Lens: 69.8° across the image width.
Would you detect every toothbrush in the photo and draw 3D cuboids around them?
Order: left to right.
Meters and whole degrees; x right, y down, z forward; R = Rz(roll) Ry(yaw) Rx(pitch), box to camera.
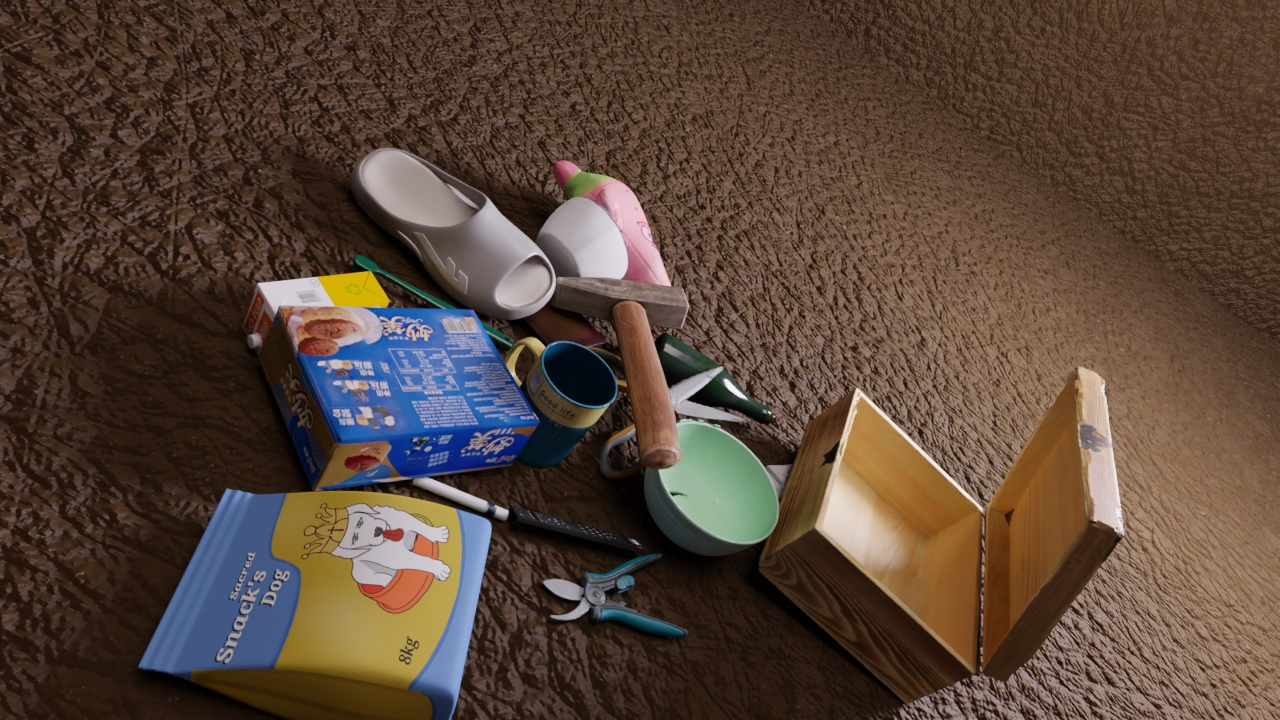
[{"bbox_3d":[-0.204,0.108,0.823,0.186,0.012,0.017,25,51,-17],"label":"toothbrush"},{"bbox_3d":[-0.223,-0.059,0.985,0.189,0.017,0.016,29,37,-14],"label":"toothbrush"}]

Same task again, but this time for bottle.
[{"bbox_3d":[0.088,0.031,1.119,0.174,0.055,0.055,30,37,-13],"label":"bottle"}]

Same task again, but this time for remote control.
[{"bbox_3d":[-0.058,0.163,0.878,0.140,0.009,0.030,20,2,-24],"label":"remote control"}]

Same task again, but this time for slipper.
[{"bbox_3d":[-0.208,-0.153,1.012,0.266,0.081,0.112,40,66,4],"label":"slipper"}]

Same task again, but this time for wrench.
[{"bbox_3d":[0.229,0.138,1.155,0.086,0.018,0.272,49,36,14],"label":"wrench"}]

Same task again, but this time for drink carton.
[{"bbox_3d":[-0.306,-0.044,0.859,0.122,0.059,0.040,-14,61,-47],"label":"drink carton"}]

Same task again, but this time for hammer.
[{"bbox_3d":[-0.006,0.006,0.986,0.157,0.037,0.300,6,35,-15],"label":"hammer"}]

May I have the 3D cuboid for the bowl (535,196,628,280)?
[{"bbox_3d":[-0.077,-0.133,1.113,0.065,0.117,0.116,-35,76,-30],"label":"bowl"}]

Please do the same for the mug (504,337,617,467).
[{"bbox_3d":[-0.094,0.034,0.916,0.113,0.108,0.083,48,39,13],"label":"mug"}]

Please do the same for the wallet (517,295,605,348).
[{"bbox_3d":[-0.106,-0.049,1.074,0.091,0.018,0.115,-17,59,-48],"label":"wallet"}]

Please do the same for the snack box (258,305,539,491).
[{"bbox_3d":[-0.217,0.027,0.835,0.202,0.069,0.155,-2,48,-45],"label":"snack box"}]

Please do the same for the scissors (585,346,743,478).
[{"bbox_3d":[0.007,0.040,1.030,0.216,0.016,0.224,47,51,10],"label":"scissors"}]

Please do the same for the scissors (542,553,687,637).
[{"bbox_3d":[-0.015,0.225,0.853,0.124,0.019,0.153,46,39,12],"label":"scissors"}]

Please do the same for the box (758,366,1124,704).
[{"bbox_3d":[0.357,0.159,0.978,0.284,0.325,0.278,44,34,-7],"label":"box"}]

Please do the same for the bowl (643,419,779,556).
[{"bbox_3d":[0.063,0.143,0.956,0.151,0.077,0.150,23,39,-20],"label":"bowl"}]

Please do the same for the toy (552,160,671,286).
[{"bbox_3d":[-0.027,-0.157,1.177,0.236,0.097,0.192,55,4,20],"label":"toy"}]

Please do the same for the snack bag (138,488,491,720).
[{"bbox_3d":[-0.226,0.176,0.669,0.205,0.102,0.158,15,41,-10],"label":"snack bag"}]
